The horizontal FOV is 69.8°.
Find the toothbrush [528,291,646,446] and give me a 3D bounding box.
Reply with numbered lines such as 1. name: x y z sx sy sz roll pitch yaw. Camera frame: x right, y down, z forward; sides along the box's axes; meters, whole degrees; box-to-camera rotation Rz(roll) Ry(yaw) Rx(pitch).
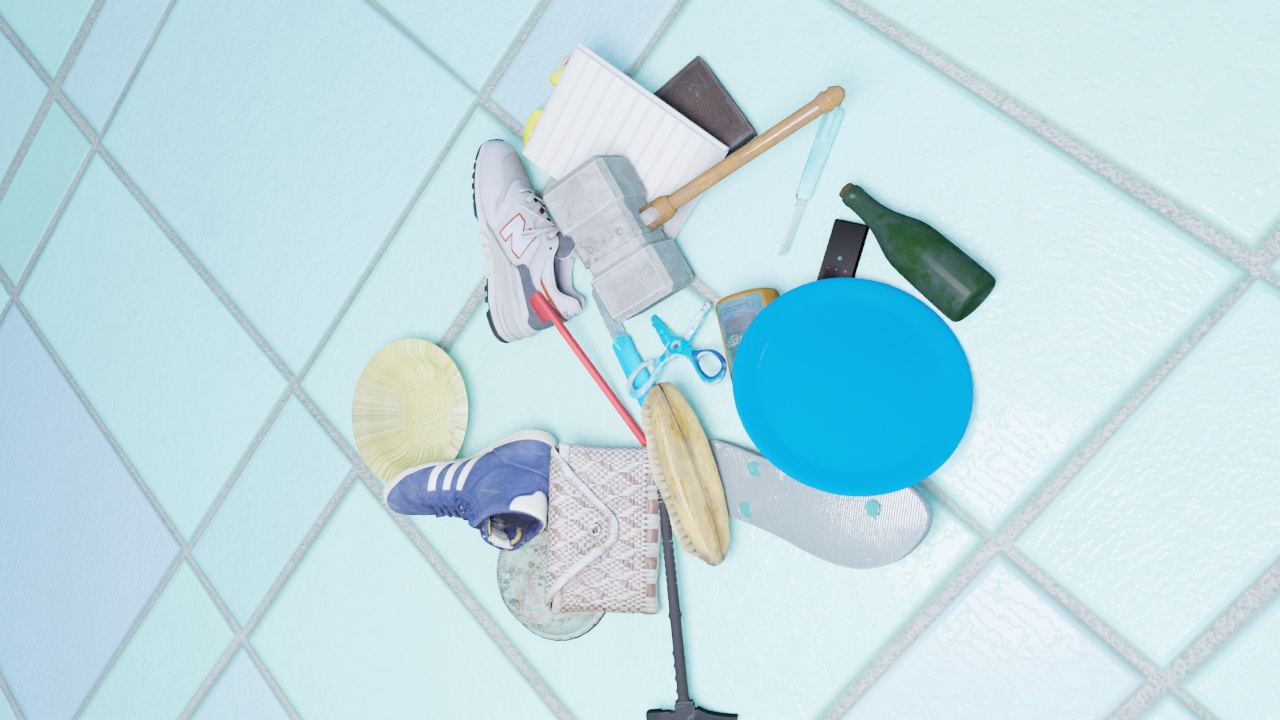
1. toothbrush: -0.059 0.012 1.028 0.018 0.012 0.212 -37 88 20

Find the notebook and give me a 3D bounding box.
1. notebook: -0.022 -0.233 1.019 0.210 0.009 0.143 38 116 12

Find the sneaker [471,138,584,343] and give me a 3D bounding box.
1. sneaker: -0.118 -0.143 1.070 0.124 0.088 0.240 -3 93 22

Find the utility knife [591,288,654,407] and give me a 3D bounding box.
1. utility knife: -0.006 0.006 1.033 0.031 0.015 0.221 -30 76 18

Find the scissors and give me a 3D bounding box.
1. scissors: 0.042 -0.004 0.989 0.134 0.011 0.140 -53 46 1

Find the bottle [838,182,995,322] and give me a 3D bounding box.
1. bottle: 0.258 -0.113 0.886 0.055 0.055 0.174 -49 66 15

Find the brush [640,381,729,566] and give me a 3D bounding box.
1. brush: 0.046 0.118 0.951 0.043 0.059 0.195 -26 80 53

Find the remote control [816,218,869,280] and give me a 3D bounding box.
1. remote control: 0.194 -0.069 0.937 0.034 0.013 0.150 18 94 27

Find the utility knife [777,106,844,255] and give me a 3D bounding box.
1. utility knife: 0.174 -0.187 0.955 0.022 0.015 0.166 22 94 28

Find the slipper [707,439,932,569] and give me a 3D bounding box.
1. slipper: 0.166 0.142 0.922 0.269 0.054 0.098 9 92 38

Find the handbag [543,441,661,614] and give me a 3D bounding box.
1. handbag: -0.039 0.183 0.993 0.124 0.047 0.185 2 86 -4

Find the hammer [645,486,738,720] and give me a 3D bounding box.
1. hammer: 0.039 0.226 0.968 0.095 0.015 0.324 -6 85 6

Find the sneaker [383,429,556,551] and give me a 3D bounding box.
1. sneaker: -0.197 0.175 1.053 0.233 0.091 0.118 -21 47 15

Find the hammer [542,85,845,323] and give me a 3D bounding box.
1. hammer: 0.069 -0.185 0.939 0.318 0.082 0.162 -30 90 26

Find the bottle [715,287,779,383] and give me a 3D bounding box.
1. bottle: 0.125 0.009 0.936 0.068 0.067 0.157 -16 79 25

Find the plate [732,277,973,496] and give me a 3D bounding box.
1. plate: 0.200 0.024 0.880 0.224 0.024 0.224 -2 66 4

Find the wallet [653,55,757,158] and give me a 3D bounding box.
1. wallet: 0.058 -0.264 1.015 0.099 0.031 0.120 -36 70 17

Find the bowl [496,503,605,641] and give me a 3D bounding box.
1. bowl: -0.107 0.244 1.051 0.158 0.038 0.157 -2 85 27

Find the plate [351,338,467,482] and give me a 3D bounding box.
1. plate: -0.282 0.066 1.157 0.185 0.036 0.184 -2 85 27

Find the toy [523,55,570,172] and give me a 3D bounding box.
1. toy: -0.084 -0.284 1.073 0.105 0.067 0.137 33 108 26
